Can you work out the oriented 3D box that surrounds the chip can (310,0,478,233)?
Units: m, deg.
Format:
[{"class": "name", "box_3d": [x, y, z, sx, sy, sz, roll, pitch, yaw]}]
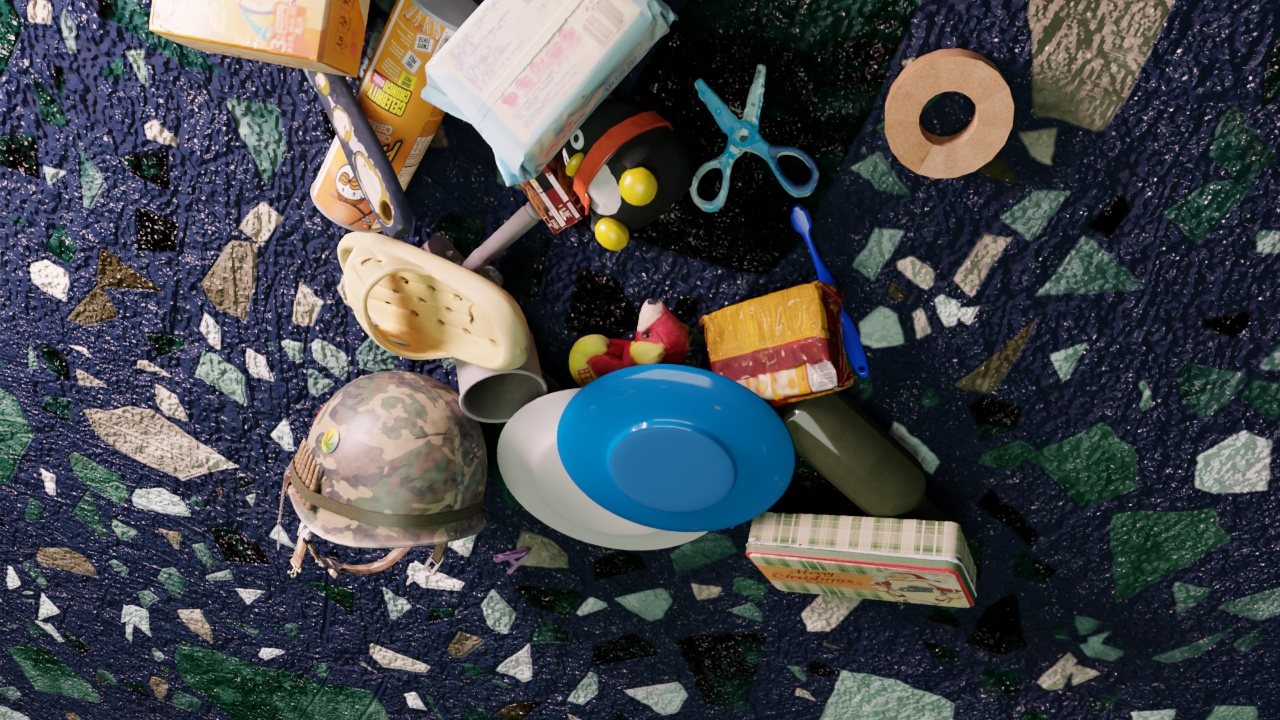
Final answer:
[{"class": "chip can", "box_3d": [-0.210, -0.213, 0.788, 0.075, 0.075, 0.216, 35, 123, -7]}]

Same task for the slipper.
[{"class": "slipper", "box_3d": [-0.208, -0.041, 0.834, 0.262, 0.079, 0.111, 19, 135, 36]}]

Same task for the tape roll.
[{"class": "tape roll", "box_3d": [0.237, -0.190, 0.710, 0.094, 0.027, 0.094, 7, 122, 11]}]

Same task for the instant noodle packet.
[{"class": "instant noodle packet", "box_3d": [0.121, -0.009, 0.816, 0.136, 0.039, 0.098, -16, 83, 32]}]

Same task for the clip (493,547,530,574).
[{"class": "clip", "box_3d": [-0.153, 0.232, 1.080, 0.046, 0.014, 0.050, 25, 127, 3]}]

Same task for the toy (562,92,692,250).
[{"class": "toy", "box_3d": [-0.018, -0.167, 0.756, 0.119, 0.099, 0.098, 49, 143, 10]}]

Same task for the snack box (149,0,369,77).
[{"class": "snack box", "box_3d": [-0.275, -0.329, 0.704, 0.145, 0.080, 0.195, 13, 97, 9]}]

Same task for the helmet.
[{"class": "helmet", "box_3d": [-0.256, 0.126, 0.934, 0.225, 0.192, 0.236, 10, 98, 39]}]

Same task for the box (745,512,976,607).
[{"class": "box", "box_3d": [0.215, 0.195, 0.893, 0.206, 0.050, 0.118, 0, 146, 28]}]

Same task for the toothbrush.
[{"class": "toothbrush", "box_3d": [0.171, -0.059, 0.817, 0.016, 0.018, 0.182, -17, 117, 23]}]

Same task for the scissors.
[{"class": "scissors", "box_3d": [0.096, -0.178, 0.767, 0.134, 0.012, 0.134, 17, 122, 5]}]

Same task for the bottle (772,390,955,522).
[{"class": "bottle", "box_3d": [0.215, 0.099, 0.865, 0.207, 0.071, 0.072, 41, 122, -11]}]

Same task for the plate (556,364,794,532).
[{"class": "plate", "box_3d": [0.030, 0.095, 0.856, 0.224, 0.024, 0.225, 6, 132, 6]}]

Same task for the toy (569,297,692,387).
[{"class": "toy", "box_3d": [-0.005, 0.005, 0.876, 0.105, 0.067, 0.138, 44, 129, -17]}]

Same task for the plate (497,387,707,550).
[{"class": "plate", "box_3d": [-0.028, 0.121, 0.921, 0.242, 0.016, 0.243, 6, 133, 7]}]

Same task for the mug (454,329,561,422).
[{"class": "mug", "box_3d": [-0.126, 0.013, 0.898, 0.113, 0.070, 0.085, 15, 134, -38]}]

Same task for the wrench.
[{"class": "wrench", "box_3d": [-0.248, -0.217, 0.754, 0.074, 0.022, 0.273, -36, 75, 28]}]

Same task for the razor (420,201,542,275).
[{"class": "razor", "box_3d": [-0.137, -0.107, 0.857, 0.116, 0.047, 0.088, -37, 106, 22]}]

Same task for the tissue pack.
[{"class": "tissue pack", "box_3d": [-0.074, -0.233, 0.701, 0.112, 0.070, 0.182, 44, 97, 2]}]

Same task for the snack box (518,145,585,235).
[{"class": "snack box", "box_3d": [-0.095, -0.182, 0.790, 0.032, 0.050, 0.141, -25, 111, 26]}]
